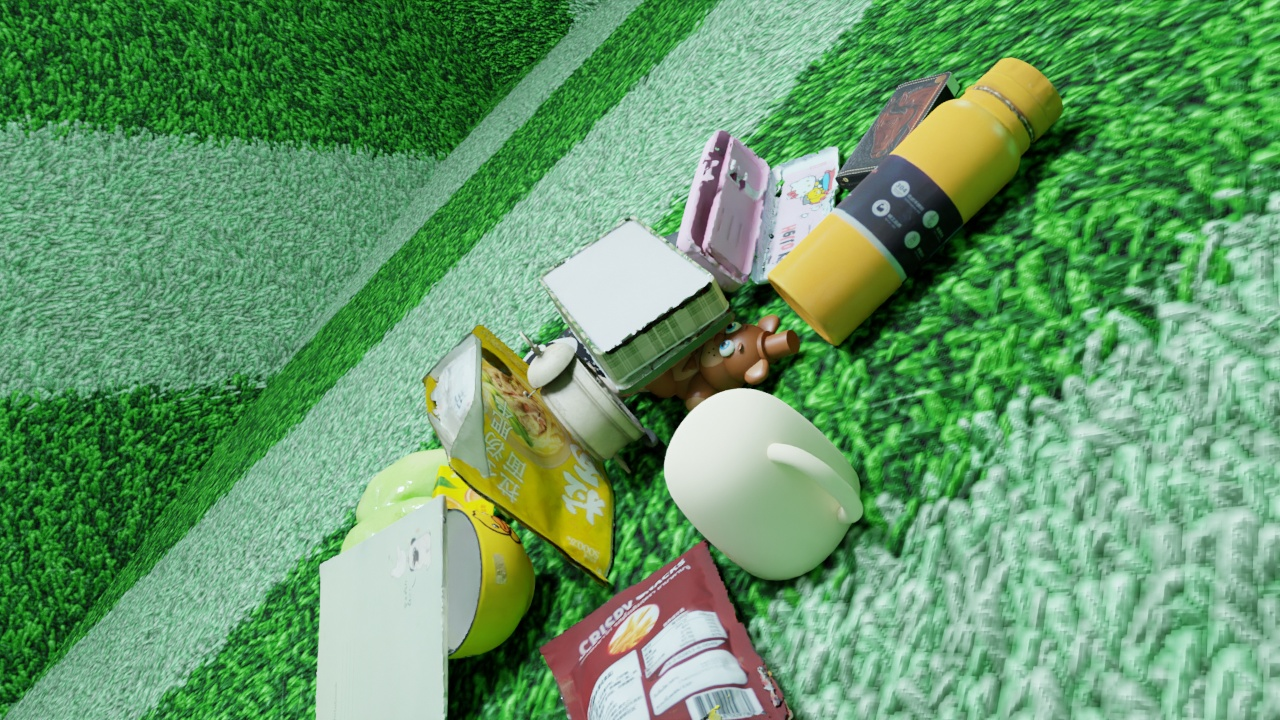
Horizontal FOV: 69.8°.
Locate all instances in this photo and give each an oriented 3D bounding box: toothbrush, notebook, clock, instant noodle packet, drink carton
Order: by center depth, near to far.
[{"bbox_3d":[-0.095,0.081,0.751,0.084,0.163,0.221,-42,24,6],"label":"instant noodle packet"},{"bbox_3d":[-0.056,0.030,0.760,0.054,0.141,0.093,-42,22,0],"label":"clock"},{"bbox_3d":[-0.228,0.237,0.789,0.253,0.010,0.181,-31,57,44],"label":"notebook"},{"bbox_3d":[-0.011,0.053,0.842,0.013,0.013,0.167,-48,22,-3],"label":"toothbrush"},{"bbox_3d":[-0.168,0.159,0.855,0.134,0.058,0.043,-102,26,-56],"label":"drink carton"}]

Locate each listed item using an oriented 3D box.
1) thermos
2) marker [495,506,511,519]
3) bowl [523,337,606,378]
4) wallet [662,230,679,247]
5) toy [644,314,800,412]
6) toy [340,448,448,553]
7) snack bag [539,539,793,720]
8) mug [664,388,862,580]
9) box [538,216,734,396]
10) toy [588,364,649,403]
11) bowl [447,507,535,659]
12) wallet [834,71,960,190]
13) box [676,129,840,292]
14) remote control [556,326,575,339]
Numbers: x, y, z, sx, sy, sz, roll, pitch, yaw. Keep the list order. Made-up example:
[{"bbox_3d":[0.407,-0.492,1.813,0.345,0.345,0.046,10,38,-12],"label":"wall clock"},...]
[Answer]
[{"bbox_3d":[0.197,-0.122,0.678,0.233,0.076,0.091,-45,59,5],"label":"thermos"},{"bbox_3d":[-0.095,0.101,0.896,0.123,0.017,0.021,-50,-21,-8],"label":"marker"},{"bbox_3d":[-0.092,0.021,0.960,0.120,0.066,0.120,-37,25,21],"label":"bowl"},{"bbox_3d":[0.035,-0.111,1.008,0.115,0.026,0.089,-13,39,52],"label":"wallet"},{"bbox_3d":[0.065,-0.004,0.743,0.128,0.065,0.094,-18,41,39],"label":"toy"},{"bbox_3d":[-0.246,0.167,0.953,0.150,0.107,0.196,-37,34,23],"label":"toy"},{"bbox_3d":[0.008,0.185,0.542,0.139,0.066,0.208,-41,21,0],"label":"snack bag"},{"bbox_3d":[0.075,0.069,0.560,0.120,0.100,0.096,-6,46,56],"label":"mug"},{"bbox_3d":[-0.009,-0.054,0.791,0.117,0.051,0.205,-34,31,-6],"label":"box"},{"bbox_3d":[-0.005,0.005,0.833,0.106,0.074,0.085,0,49,40],"label":"toy"},{"bbox_3d":[-0.129,0.181,0.744,0.118,0.067,0.117,-20,64,49],"label":"bowl"},{"bbox_3d":[0.234,-0.207,0.834,0.072,0.019,0.122,5,56,56],"label":"wallet"},{"bbox_3d":[0.112,-0.140,0.864,0.201,0.146,0.077,-73,-5,-45],"label":"box"},{"bbox_3d":[-0.113,0.017,1.042,0.152,0.020,0.041,-50,26,9],"label":"remote control"}]
